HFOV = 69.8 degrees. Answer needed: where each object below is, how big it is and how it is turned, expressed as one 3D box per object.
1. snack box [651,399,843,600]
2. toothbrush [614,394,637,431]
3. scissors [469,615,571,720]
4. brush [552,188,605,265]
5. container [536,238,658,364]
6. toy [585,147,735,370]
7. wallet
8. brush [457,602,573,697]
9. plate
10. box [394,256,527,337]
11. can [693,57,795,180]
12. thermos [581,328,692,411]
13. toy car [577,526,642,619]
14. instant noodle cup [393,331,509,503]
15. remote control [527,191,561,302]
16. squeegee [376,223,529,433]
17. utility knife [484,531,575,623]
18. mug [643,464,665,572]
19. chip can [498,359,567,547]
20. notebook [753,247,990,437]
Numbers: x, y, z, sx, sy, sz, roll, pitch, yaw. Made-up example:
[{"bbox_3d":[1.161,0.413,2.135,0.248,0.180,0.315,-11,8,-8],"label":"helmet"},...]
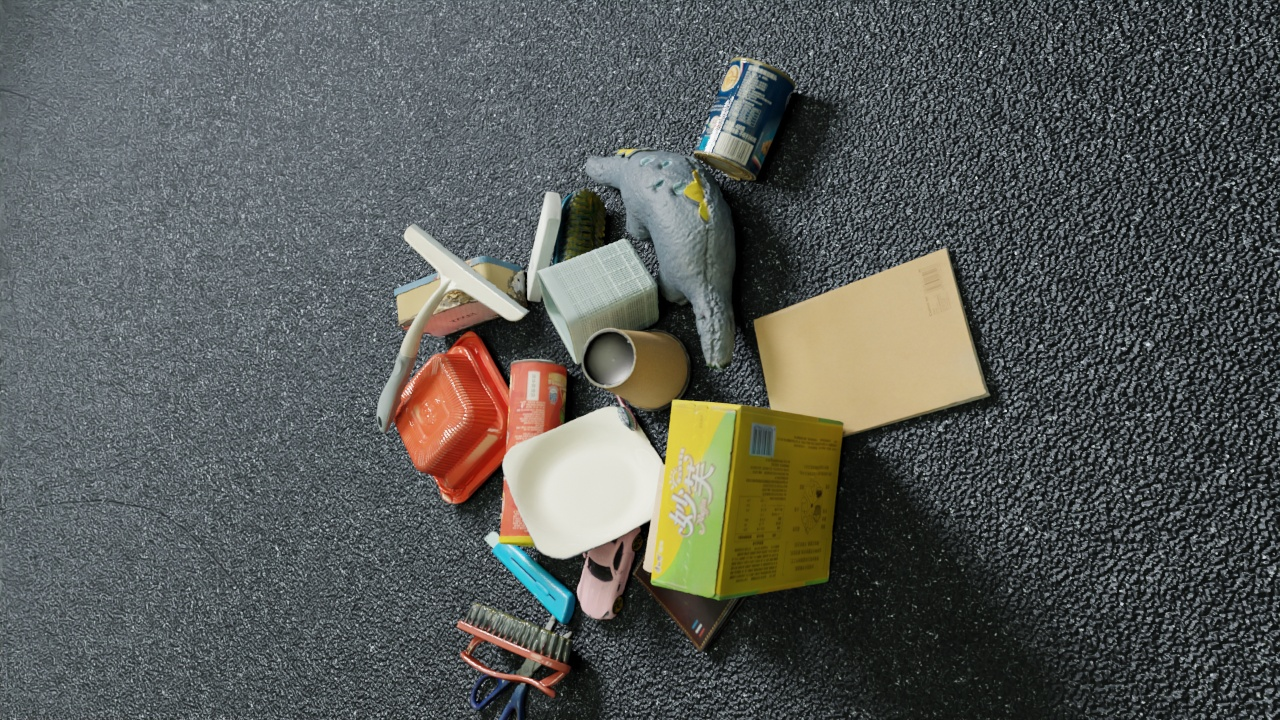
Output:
[{"bbox_3d":[0.102,0.122,0.816,0.070,0.209,0.157,4,86,36],"label":"snack box"},{"bbox_3d":[-0.045,0.008,1.072,0.016,0.017,0.187,-40,54,18],"label":"toothbrush"},{"bbox_3d":[-0.134,0.373,1.059,0.170,0.012,0.146,-24,64,28],"label":"scissors"},{"bbox_3d":[-0.080,-0.135,1.120,0.074,0.055,0.143,-15,69,58],"label":"brush"},{"bbox_3d":[-0.044,-0.069,1.026,0.111,0.090,0.090,-25,63,-9],"label":"container"},{"bbox_3d":[0.038,-0.148,1.012,0.138,0.091,0.356,-52,50,33],"label":"toy"},{"bbox_3d":[0.053,0.225,0.955,0.122,0.020,0.096,42,104,37],"label":"wallet"},{"bbox_3d":[-0.138,0.327,1.030,0.146,0.063,0.069,9,69,35],"label":"brush"},{"bbox_3d":[-0.057,0.136,1.009,0.164,0.034,0.163,-23,51,-11],"label":"plate"},{"bbox_3d":[-0.240,-0.079,1.198,0.185,0.089,0.059,-13,76,30],"label":"box"},{"bbox_3d":[0.111,-0.259,0.994,0.075,0.075,0.111,26,94,37],"label":"can"},{"bbox_3d":[-0.006,0.006,0.981,0.093,0.143,0.093,-3,82,23],"label":"thermos"},{"bbox_3d":[-0.037,0.224,1.009,0.056,0.037,0.122,16,90,39],"label":"toy car"},{"bbox_3d":[-0.242,0.072,1.170,0.165,0.079,0.188,-46,59,20],"label":"instant noodle cup"},{"bbox_3d":[-0.117,-0.137,1.116,0.056,0.019,0.135,-97,20,-45],"label":"remote control"},{"bbox_3d":[-0.280,-0.016,1.138,0.246,0.039,0.247,37,104,33],"label":"squeegee"},{"bbox_3d":[-0.134,0.250,1.085,0.166,0.018,0.034,31,97,38],"label":"utility knife"},{"bbox_3d":[0.051,0.157,0.881,0.084,0.124,0.103,8,86,1],"label":"mug"},{"bbox_3d":[-0.125,0.109,1.079,0.073,0.073,0.216,-8,75,35],"label":"chip can"},{"bbox_3d":[0.216,-0.006,0.896,0.212,0.012,0.149,-21,66,31],"label":"notebook"}]
